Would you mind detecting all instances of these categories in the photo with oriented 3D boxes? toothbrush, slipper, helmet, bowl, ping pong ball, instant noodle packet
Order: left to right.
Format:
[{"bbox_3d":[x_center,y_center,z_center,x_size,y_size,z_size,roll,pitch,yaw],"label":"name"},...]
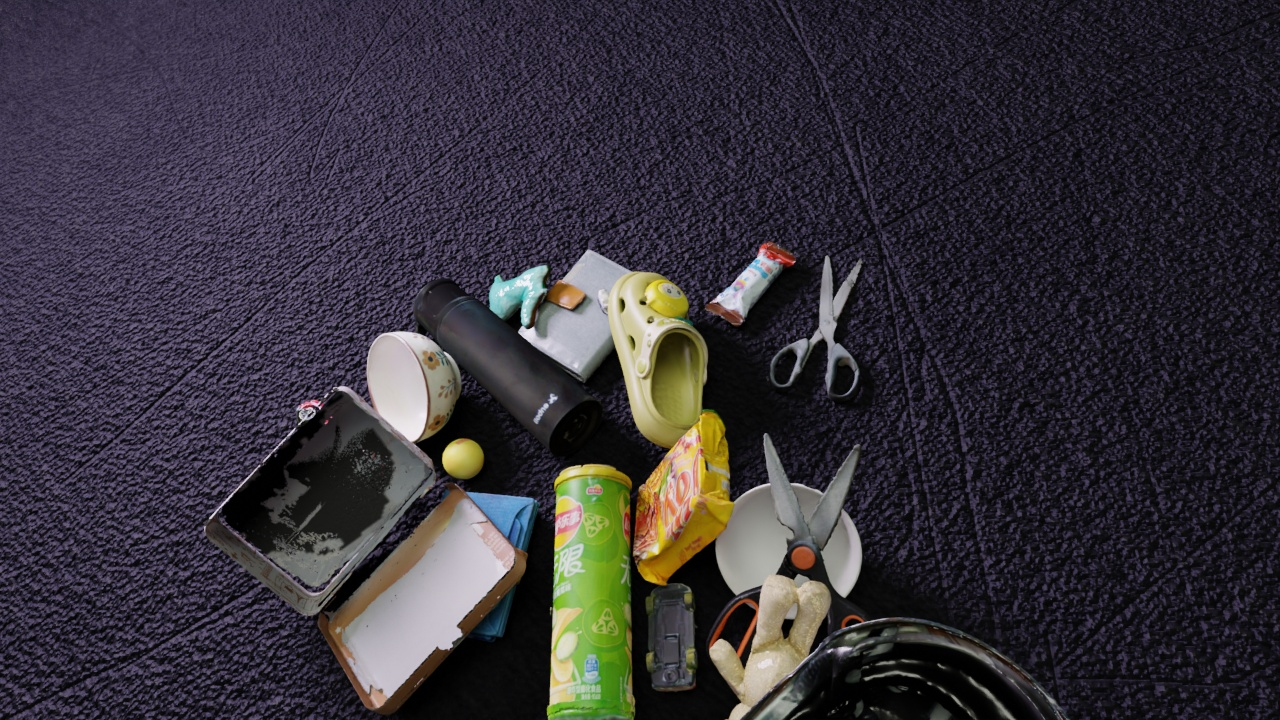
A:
[{"bbox_3d":[-0.224,0.023,0.935,0.062,0.114,0.113,-16,46,-45],"label":"bowl"},{"bbox_3d":[-0.174,0.097,0.904,0.040,0.040,0.040,-6,58,10],"label":"ping pong ball"},{"bbox_3d":[-0.005,0.005,0.914,0.015,0.018,0.181,-21,70,-11],"label":"toothbrush"},{"bbox_3d":[0.030,-0.010,0.883,0.091,0.082,0.190,9,59,-34],"label":"slipper"},{"bbox_3d":[0.036,0.119,0.787,0.044,0.129,0.110,19,42,-20],"label":"instant noodle packet"},{"bbox_3d":[0.126,0.150,0.776,0.118,0.064,0.118,3,102,13],"label":"bowl"},{"bbox_3d":[0.167,0.315,0.623,0.230,0.157,0.273,30,81,24],"label":"helmet"}]

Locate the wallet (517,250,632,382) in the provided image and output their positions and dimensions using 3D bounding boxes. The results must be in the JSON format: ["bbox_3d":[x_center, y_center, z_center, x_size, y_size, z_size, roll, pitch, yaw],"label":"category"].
[{"bbox_3d":[-0.058,-0.052,0.968,0.106,0.037,0.129,31,71,27],"label":"wallet"}]

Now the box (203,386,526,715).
[{"bbox_3d":[-0.247,0.163,0.831,0.272,0.130,0.179,40,81,15],"label":"box"}]

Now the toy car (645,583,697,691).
[{"bbox_3d":[0.027,0.234,0.776,0.042,0.035,0.090,-7,53,8],"label":"toy car"}]

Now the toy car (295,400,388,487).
[{"bbox_3d":[-0.302,0.082,0.938,0.120,0.053,0.045,30,49,20],"label":"toy car"}]

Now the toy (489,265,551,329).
[{"bbox_3d":[-0.131,-0.068,0.982,0.092,0.030,0.096,-25,50,33],"label":"toy"}]

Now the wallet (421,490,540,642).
[{"bbox_3d":[-0.156,0.187,0.849,0.106,0.040,0.132,3,60,20],"label":"wallet"}]

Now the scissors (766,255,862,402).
[{"bbox_3d":[0.187,-0.030,0.911,0.163,0.014,0.166,-30,56,-8],"label":"scissors"}]

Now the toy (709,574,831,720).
[{"bbox_3d":[0.106,0.236,0.702,0.105,0.066,0.157,12,105,2],"label":"toy"}]

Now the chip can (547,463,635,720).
[{"bbox_3d":[-0.042,0.203,0.789,0.073,0.073,0.220,-7,59,9],"label":"chip can"}]

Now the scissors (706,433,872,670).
[{"bbox_3d":[0.134,0.177,0.733,0.225,0.021,0.221,44,107,7],"label":"scissors"}]

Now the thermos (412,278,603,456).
[{"bbox_3d":[-0.147,0.010,0.943,0.242,0.068,0.090,38,106,31],"label":"thermos"}]

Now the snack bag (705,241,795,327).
[{"bbox_3d":[0.116,-0.080,0.948,0.045,0.026,0.105,35,75,25],"label":"snack bag"}]
